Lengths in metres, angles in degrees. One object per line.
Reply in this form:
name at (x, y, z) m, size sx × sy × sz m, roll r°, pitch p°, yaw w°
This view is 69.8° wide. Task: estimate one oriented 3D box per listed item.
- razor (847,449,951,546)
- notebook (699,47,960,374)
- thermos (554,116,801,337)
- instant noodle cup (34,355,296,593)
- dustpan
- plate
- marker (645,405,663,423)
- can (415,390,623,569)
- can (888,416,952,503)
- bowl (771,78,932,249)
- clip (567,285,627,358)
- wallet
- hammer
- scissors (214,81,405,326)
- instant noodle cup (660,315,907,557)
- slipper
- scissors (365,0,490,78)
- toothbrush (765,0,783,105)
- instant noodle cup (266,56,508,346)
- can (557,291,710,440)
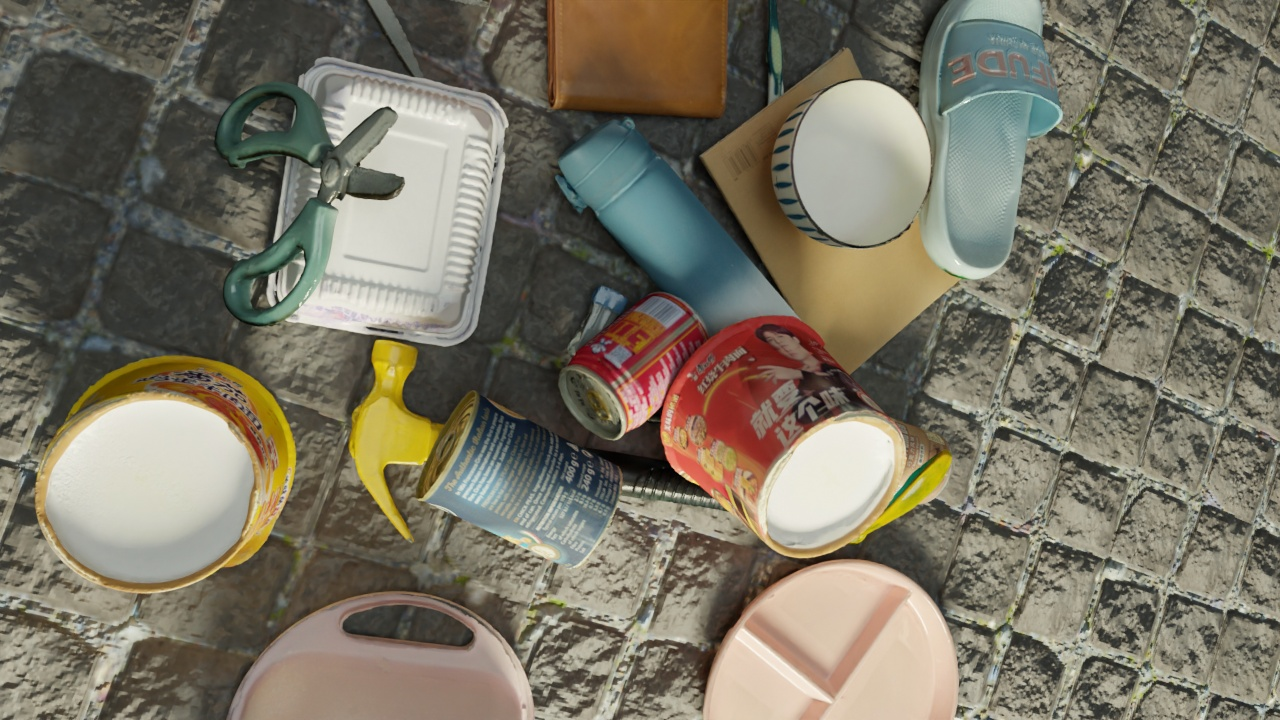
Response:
razor at (0.187, 0.106, 0.690) m, size 0.043 × 0.133 × 0.028 m, roll 24°, pitch 46°, yaw -17°
notebook at (0.155, -0.110, 0.710) m, size 0.149 × 0.012 × 0.211 m, roll -39°, pitch 108°, yaw -14°
thermos at (0.032, -0.075, 0.653) m, size 0.070 × 0.070 × 0.220 m, roll -47°, pitch 105°, yaw -11°
instant noodle cup at (-0.274, 0.067, 0.532) m, size 0.138 × 0.110 × 0.138 m, roll -1°, pitch 93°, yaw -20°
dustpan at (-0.183, 0.305, 0.630) m, size 0.222 × 0.138 × 0.274 m, roll 15°, pitch 116°, yaw -20°
plate at (0.151, 0.269, 0.730) m, size 0.229 × 0.028 × 0.229 m, roll -1°, pitch 92°, yaw -19°
marker at (0.061, 0.041, 0.695) m, size 0.124 × 0.015 × 0.018 m, roll 2°, pitch 91°, yaw -16°
can at (-0.075, 0.077, 0.583) m, size 0.111 × 0.075 × 0.075 m, roll 29°, pitch 83°, yaw -18°
can at (0.179, 0.069, 0.712) m, size 0.116 × 0.058 × 0.058 m, roll 19°, pitch 87°, yaw -18°
bowl at (0.143, -0.138, 0.660) m, size 0.116 × 0.066 × 0.116 m, roll -2°, pitch 96°, yaw -21°
clip at (-0.032, -0.024, 0.658) m, size 0.026 × 0.039 × 0.058 m, roll 28°, pitch 83°, yaw -20°
wallet at (-0.001, -0.235, 0.647) m, size 0.130 × 0.035 × 0.119 m, roll -2°, pitch 94°, yaw -20°
hammer at (-0.052, 0.075, 0.648) m, size 0.300 × 0.033 × 0.129 m, roll 11°, pitch 90°, yaw -19°
scissors at (-0.206, -0.112, 0.541) m, size 0.173 × 0.019 × 0.179 m, roll -39°, pitch 67°, yaw 25°
instant noodle cup at (0.097, 0.052, 0.600) m, size 0.137 × 0.108 × 0.138 m, roll -12°, pitch 122°, yaw -21°
slipper at (0.273, -0.185, 0.713) m, size 0.104 × 0.074 × 0.245 m, roll 11°, pitch 84°, yaw -23°
scissors at (-0.187, -0.255, 0.595) m, size 0.159 × 0.014 × 0.180 m, roll -24°, pitch 102°, yaw -16°
toothbrush at (0.099, -0.222, 0.694) m, size 0.016 × 0.018 × 0.191 m, roll -5°, pitch 97°, yaw -20°
instant noodle cup at (-0.158, -0.100, 0.587) m, size 0.138 × 0.060 × 0.173 m, roll 9°, pitch 93°, yaw -19°
can at (-0.004, 0.004, 0.630) m, size 0.093 × 0.067 × 0.066 m, roll -41°, pitch 105°, yaw -32°
